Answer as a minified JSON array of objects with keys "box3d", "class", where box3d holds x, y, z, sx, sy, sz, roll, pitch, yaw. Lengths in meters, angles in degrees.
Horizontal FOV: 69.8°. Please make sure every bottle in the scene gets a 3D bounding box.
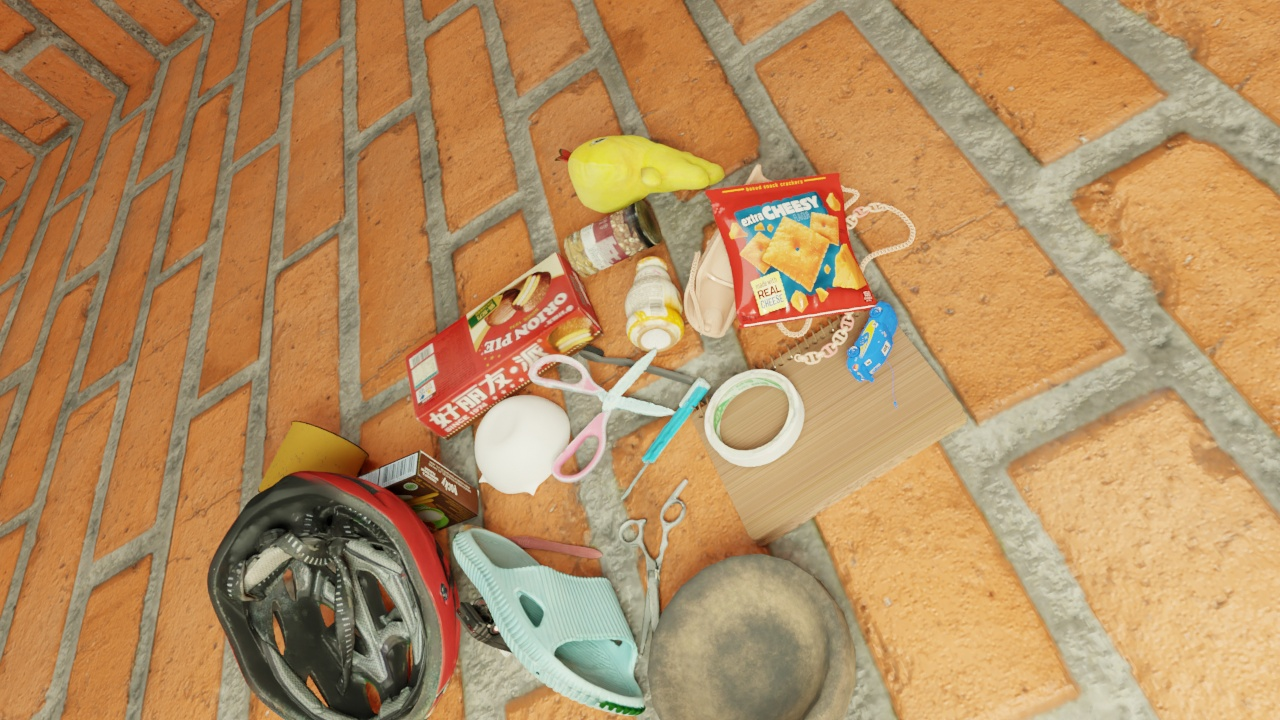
[{"box3d":[0.014,-0.063,0.997,0.063,0.063,0.108,-21,48,21],"class":"bottle"},{"box3d":[-0.033,-0.144,1.096,0.105,0.056,0.056,-23,48,19],"class":"bottle"}]

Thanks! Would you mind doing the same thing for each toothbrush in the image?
[{"box3d":[-0.114,0.186,0.936,0.185,0.015,0.015,1,66,34],"class":"toothbrush"},{"box3d":[-0.006,0.006,0.996,0.167,0.013,0.013,16,60,41],"class":"toothbrush"}]

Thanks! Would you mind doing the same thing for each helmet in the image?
[{"box3d":[-0.280,0.234,0.884,0.218,0.167,0.272,-32,83,11],"class":"helmet"}]

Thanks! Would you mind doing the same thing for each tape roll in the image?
[{"box3d":[0.104,0.052,0.847,0.094,0.018,0.093,-18,51,23],"class":"tape roll"}]

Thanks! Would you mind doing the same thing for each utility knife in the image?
[{"box3d":[0.023,0.078,0.922,0.148,0.015,0.022,-53,20,-7],"class":"utility knife"}]

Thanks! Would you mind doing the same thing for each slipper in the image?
[{"box3d":[-0.084,0.214,0.826,0.276,0.116,0.069,34,98,49],"class":"slipper"}]

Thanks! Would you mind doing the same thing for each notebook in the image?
[{"box3d":[0.161,0.048,0.840,0.211,0.022,0.169,-34,46,9],"class":"notebook"}]

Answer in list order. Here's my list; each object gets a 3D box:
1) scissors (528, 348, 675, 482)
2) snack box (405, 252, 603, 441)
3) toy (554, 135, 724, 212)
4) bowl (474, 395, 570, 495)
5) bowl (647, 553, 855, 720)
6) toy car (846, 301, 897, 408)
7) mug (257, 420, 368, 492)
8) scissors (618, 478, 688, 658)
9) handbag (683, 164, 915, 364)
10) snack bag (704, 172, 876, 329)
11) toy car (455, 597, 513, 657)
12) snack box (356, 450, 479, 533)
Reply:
[{"box3d":[-0.052,0.041,0.964,0.175,0.013,0.170,38,83,24],"class":"scissors"},{"box3d":[-0.165,-0.017,1.090,0.236,0.060,0.113,-34,45,9],"class":"snack box"},{"box3d":[-0.004,-0.228,1.113,0.208,0.092,0.133,2,16,29],"class":"toy"},{"box3d":[-0.138,0.083,1.003,0.115,0.050,0.114,-19,49,23],"class":"bowl"},{"box3d":[0.091,0.238,0.711,0.162,0.070,0.162,-19,49,23],"class":"bowl"},{"box3d":[0.217,-0.005,0.797,0.062,0.033,0.092,18,71,47],"class":"toy car"},{"box3d":[-0.400,0.140,1.120,0.094,0.100,0.124,-68,13,-21],"class":"mug"},{"box3d":[0.021,0.186,0.840,0.120,0.014,0.159,-37,42,6],"class":"scissors"},{"box3d":[0.147,-0.075,0.923,0.187,0.117,0.198,25,67,11],"class":"handbag"},{"box3d":[0.138,-0.102,0.847,0.130,0.039,0.144,-9,69,-6],"class":"snack bag"},{"box3d":[-0.131,0.249,0.845,0.037,0.092,0.040,-54,44,-2],"class":"toy car"},{"box3d":[-0.283,0.165,1.007,0.186,0.101,0.031,-23,48,20],"class":"snack box"}]
